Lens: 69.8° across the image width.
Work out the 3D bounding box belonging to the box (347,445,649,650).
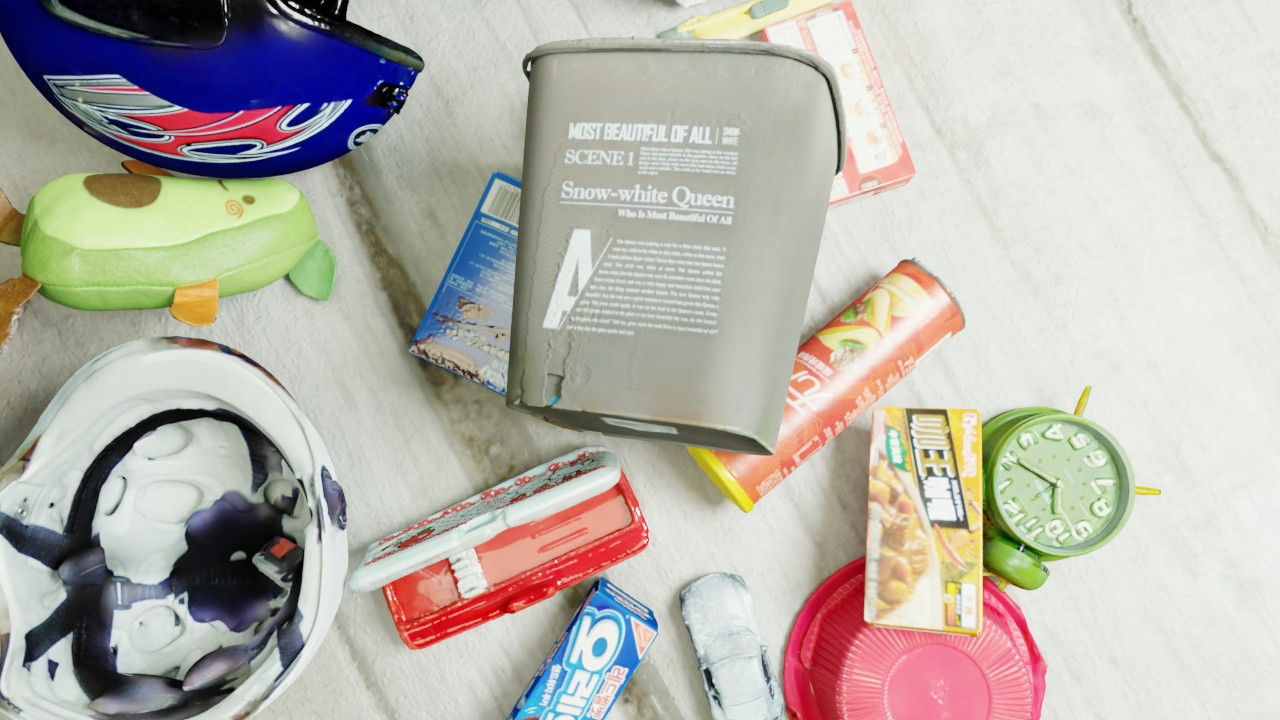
[{"bbox_3d":[-0.098,0.133,0.652,0.201,0.101,0.095,-23,83,-1],"label":"box"}]

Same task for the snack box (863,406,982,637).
[{"bbox_3d":[0.196,0.108,0.634,0.075,0.026,0.153,0,68,20],"label":"snack box"}]

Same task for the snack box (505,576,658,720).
[{"bbox_3d":[-0.065,0.260,0.660,0.058,0.057,0.207,33,85,1],"label":"snack box"}]

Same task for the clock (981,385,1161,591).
[{"bbox_3d":[0.284,0.099,0.672,0.161,0.056,0.116,-32,83,-2],"label":"clock"}]

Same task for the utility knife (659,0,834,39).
[{"bbox_3d":[0.110,-0.287,0.741,0.195,0.020,0.031,-21,90,-6],"label":"utility knife"}]

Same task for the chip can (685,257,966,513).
[{"bbox_3d":[0.136,0.018,0.675,0.216,0.073,0.073,-39,85,-3],"label":"chip can"}]

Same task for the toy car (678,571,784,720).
[{"bbox_3d":[0.067,0.216,0.674,0.054,0.037,0.120,-17,81,-1],"label":"toy car"}]

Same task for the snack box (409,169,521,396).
[{"bbox_3d":[-0.106,-0.059,0.710,0.084,0.026,0.157,24,85,4],"label":"snack box"}]

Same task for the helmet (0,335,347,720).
[{"bbox_3d":[-0.304,0.125,0.635,0.229,0.146,0.258,-6,77,-1],"label":"helmet"}]

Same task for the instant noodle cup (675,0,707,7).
[{"bbox_3d":[0.010,-0.348,0.696,0.060,0.137,0.173,-35,83,18],"label":"instant noodle cup"}]

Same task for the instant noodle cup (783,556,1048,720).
[{"bbox_3d":[0.203,0.233,0.655,0.194,0.066,0.193,0,83,0],"label":"instant noodle cup"}]

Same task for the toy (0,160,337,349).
[{"bbox_3d":[-0.351,-0.087,0.659,0.246,0.090,0.227,-13,49,-29],"label":"toy"}]

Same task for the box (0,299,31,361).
[{"bbox_3d":[-0.561,0.005,0.679,0.273,0.130,0.179,20,84,32],"label":"box"}]

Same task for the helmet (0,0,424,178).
[{"bbox_3d":[-0.265,-0.248,0.630,0.315,0.247,0.240,-4,105,-5],"label":"helmet"}]

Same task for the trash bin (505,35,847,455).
[{"bbox_3d":[0.019,-0.061,0.590,0.199,0.198,0.219,6,80,16],"label":"trash bin"}]

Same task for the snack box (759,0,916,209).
[{"bbox_3d":[0.154,-0.201,0.723,0.075,0.025,0.153,-19,84,-2],"label":"snack box"}]
